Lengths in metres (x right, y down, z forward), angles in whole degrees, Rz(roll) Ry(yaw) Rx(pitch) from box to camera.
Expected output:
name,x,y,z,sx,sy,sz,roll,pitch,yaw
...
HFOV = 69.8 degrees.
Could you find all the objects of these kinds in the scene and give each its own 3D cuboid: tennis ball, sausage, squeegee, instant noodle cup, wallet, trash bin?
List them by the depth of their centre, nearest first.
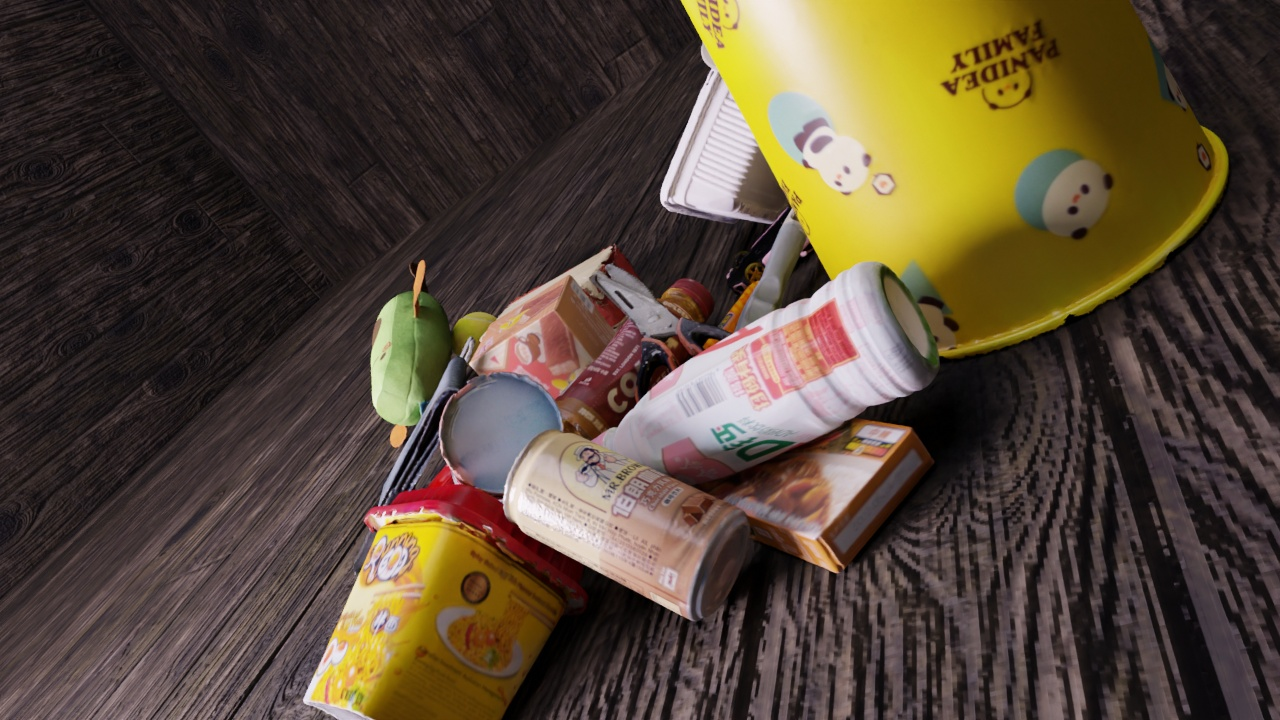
name,x,y,z,sx,sy,sz,roll,pitch,yaw
instant noodle cup,-0.110,0.148,0.506,0.116,0.116,0.123,-15,41,47
trash bin,0.158,-0.167,0.517,0.230,0.255,0.229,-33,20,14
wallet,-0.160,0.059,0.669,0.121,0.019,0.097,-59,13,6
sausage,0.060,-0.011,0.683,0.022,0.021,0.164,-13,30,49
squeegee,0.119,-0.104,0.693,0.039,0.246,0.246,74,-142,-72
instant noodle cup,0.100,-0.182,0.816,0.173,0.060,0.138,-7,-56,-62
tennis ball,-0.191,-0.024,1.082,0.065,0.065,0.065,-33,20,13

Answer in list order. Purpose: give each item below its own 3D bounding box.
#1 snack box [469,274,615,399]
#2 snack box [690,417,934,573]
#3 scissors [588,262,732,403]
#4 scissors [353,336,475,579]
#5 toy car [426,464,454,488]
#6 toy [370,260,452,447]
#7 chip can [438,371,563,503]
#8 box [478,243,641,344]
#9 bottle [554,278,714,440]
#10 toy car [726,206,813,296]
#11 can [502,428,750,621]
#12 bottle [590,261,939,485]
name,x,y,z,sx,sy,sz,roll,pitch,yaw
snack box,-0.076,-0.002,0.791,0.094,0.093,0.076,-30,21,19
snack box,0.076,0.060,0.490,0.075,0.026,0.154,-44,20,-18
scissors,0.007,-0.012,0.663,0.207,0.015,0.194,4,49,30
scissors,-0.193,0.086,0.775,0.225,0.021,0.220,-50,20,48
toy car,-0.135,0.097,0.747,0.053,0.045,0.120,-8,33,52
toy,-0.256,-0.007,1.025,0.090,0.227,0.246,4,24,-13
chip can,-0.093,0.059,0.606,0.071,0.071,0.215,-43,-2,-15
box,-0.084,-0.050,0.936,0.169,0.079,0.091,-25,22,33
bottle,-0.004,0.004,0.706,0.058,0.057,0.174,-10,34,53
toy car,0.121,-0.099,0.759,0.122,0.037,0.056,-47,15,11
can,-0.007,0.080,0.462,0.116,0.059,0.058,21,53,25
bottle,0.053,0.022,0.481,0.197,0.068,0.068,-31,20,29
